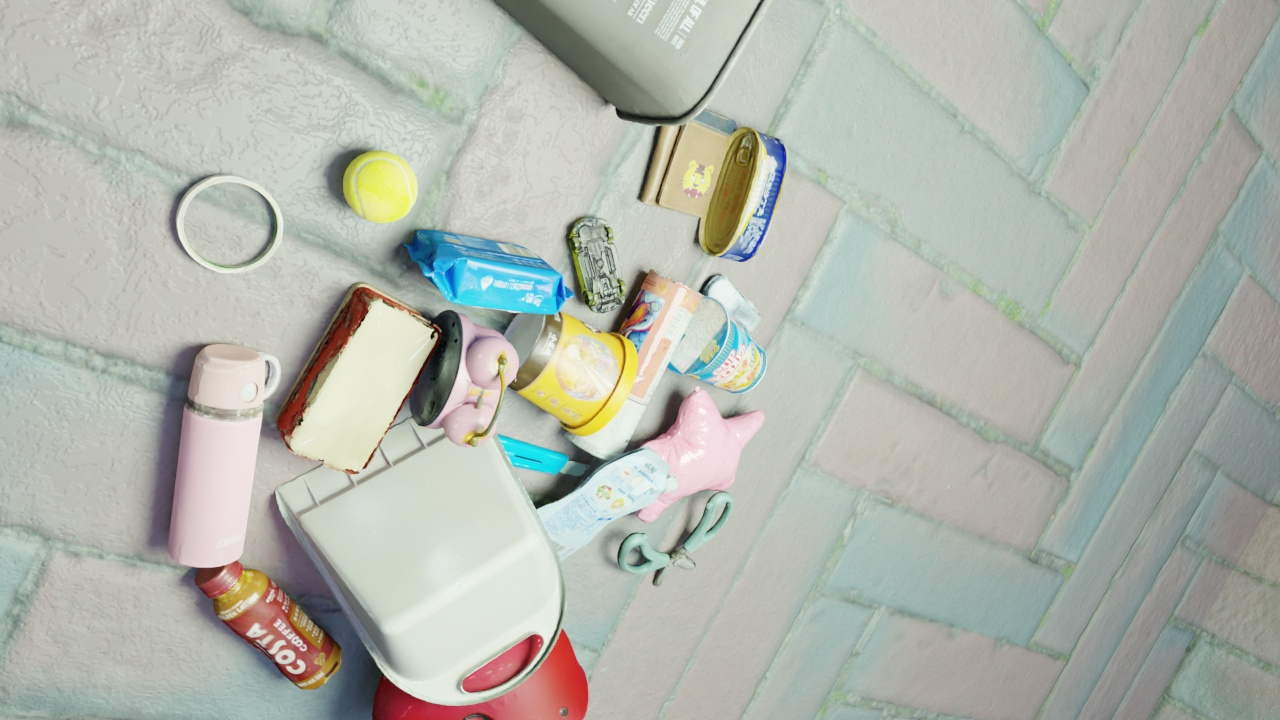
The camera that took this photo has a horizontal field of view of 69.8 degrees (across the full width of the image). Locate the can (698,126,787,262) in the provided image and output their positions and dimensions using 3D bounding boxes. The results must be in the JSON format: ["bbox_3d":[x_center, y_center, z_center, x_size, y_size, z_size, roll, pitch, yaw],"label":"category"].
[{"bbox_3d":[0.116,-0.186,1.040,0.049,0.075,0.148,7,105,-37],"label":"can"}]

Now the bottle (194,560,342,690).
[{"bbox_3d":[-0.372,0.261,0.921,0.057,0.057,0.175,-39,125,-14],"label":"bottle"}]

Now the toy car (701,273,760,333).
[{"bbox_3d":[0.111,-0.066,1.110,0.043,0.034,0.090,-51,125,-1],"label":"toy car"}]

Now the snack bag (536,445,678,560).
[{"bbox_3d":[-0.049,0.166,1.052,0.191,0.038,0.110,-35,132,11],"label":"snack bag"}]

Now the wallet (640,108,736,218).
[{"bbox_3d":[0.052,-0.221,1.013,0.090,0.033,0.115,7,108,-35],"label":"wallet"}]

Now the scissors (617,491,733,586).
[{"bbox_3d":[0.038,0.230,1.161,0.179,0.019,0.171,8,124,-44],"label":"scissors"}]

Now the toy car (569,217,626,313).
[{"bbox_3d":[-0.049,-0.103,0.996,0.048,0.032,0.105,-20,107,-24],"label":"toy car"}]

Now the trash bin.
[{"bbox_3d":[-0.021,-0.354,0.821,0.219,0.199,0.199,29,92,-31],"label":"trash bin"}]

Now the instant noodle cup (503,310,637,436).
[{"bbox_3d":[-0.084,0.004,0.969,0.114,0.118,0.118,30,91,-28],"label":"instant noodle cup"}]

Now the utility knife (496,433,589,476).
[{"bbox_3d":[-0.130,0.107,1.037,0.178,0.018,0.034,19,97,-37],"label":"utility knife"}]

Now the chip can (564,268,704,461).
[{"bbox_3d":[-0.006,0.006,1.040,0.071,0.071,0.215,24,95,-36],"label":"chip can"}]

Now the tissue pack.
[{"bbox_3d":[-0.151,-0.084,0.900,0.157,0.095,0.052,7,110,-34],"label":"tissue pack"}]

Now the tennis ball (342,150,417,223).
[{"bbox_3d":[-0.236,-0.158,0.834,0.065,0.065,0.065,-12,115,-28],"label":"tennis ball"}]

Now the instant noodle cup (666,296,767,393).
[{"bbox_3d":[0.094,-0.011,1.089,0.110,0.099,0.099,29,92,-44],"label":"instant noodle cup"}]

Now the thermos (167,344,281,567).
[{"bbox_3d":[-0.381,0.085,0.847,0.087,0.067,0.199,-11,117,-63],"label":"thermos"}]

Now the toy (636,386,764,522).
[{"bbox_3d":[0.075,0.105,1.127,0.194,0.074,0.179,-18,129,-29],"label":"toy"}]

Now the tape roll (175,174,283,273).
[{"bbox_3d":[-0.359,-0.119,0.804,0.085,0.014,0.086,-12,114,-28],"label":"tape roll"}]

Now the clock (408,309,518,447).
[{"bbox_3d":[-0.169,0.020,0.890,0.059,0.158,0.117,16,100,-33],"label":"clock"}]

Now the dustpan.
[{"bbox_3d":[-0.199,0.202,0.924,0.222,0.257,0.143,-29,143,-20],"label":"dustpan"}]

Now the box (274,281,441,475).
[{"bbox_3d":[-0.269,0.019,0.877,0.091,0.077,0.168,30,91,-37],"label":"box"}]

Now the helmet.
[{"bbox_3d":[-0.187,0.336,0.993,0.239,0.207,0.144,-16,94,-19],"label":"helmet"}]
